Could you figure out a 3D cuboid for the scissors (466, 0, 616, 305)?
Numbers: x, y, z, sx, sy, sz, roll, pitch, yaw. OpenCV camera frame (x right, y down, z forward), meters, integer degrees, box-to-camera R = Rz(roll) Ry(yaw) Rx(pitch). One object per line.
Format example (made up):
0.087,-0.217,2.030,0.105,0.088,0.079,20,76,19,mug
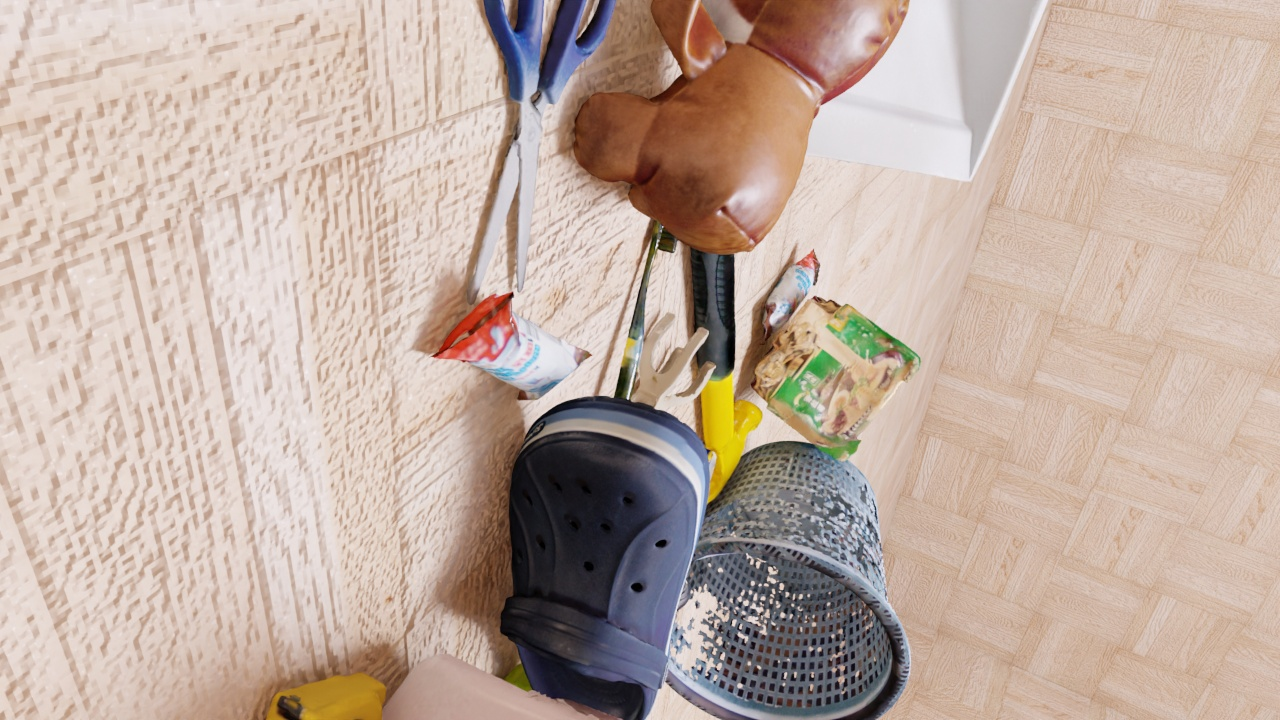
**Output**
-0.042,-0.112,0.393,0.154,0.012,0.166,-54,155,-32,scissors

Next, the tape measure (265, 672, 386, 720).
-0.137,0.159,0.382,0.060,0.029,0.057,21,89,-69,tape measure

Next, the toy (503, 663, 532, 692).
-0.087,0.241,0.570,0.099,0.031,0.097,-56,151,-39,toy

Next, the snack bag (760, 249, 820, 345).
0.134,-0.059,0.834,0.105,0.026,0.045,-50,159,-34,snack bag

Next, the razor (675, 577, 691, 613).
-0.013,0.234,0.712,0.067,0.062,0.168,-105,-147,-70,razor

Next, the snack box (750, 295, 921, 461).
0.178,0.009,0.853,0.118,0.117,0.105,-53,173,11,snack box

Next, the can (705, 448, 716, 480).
0.003,0.107,0.621,0.147,0.049,0.075,-53,160,-46,can

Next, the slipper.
-0.031,0.130,0.491,0.095,0.105,0.253,-60,162,-50,slipper

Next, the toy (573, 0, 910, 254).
0.059,-0.153,0.461,0.200,0.130,0.140,-50,161,7,toy

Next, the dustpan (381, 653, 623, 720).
-0.061,0.248,0.395,0.222,0.274,0.139,-51,130,-20,dustpan

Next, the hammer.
0.058,0.005,0.704,0.128,0.033,0.301,-57,155,-32,hammer

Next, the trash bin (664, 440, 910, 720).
0.127,0.185,0.822,0.194,0.227,0.227,-62,161,-54,trash bin

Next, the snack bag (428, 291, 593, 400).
-0.057,-0.003,0.425,0.048,0.026,0.104,-35,156,4,snack bag

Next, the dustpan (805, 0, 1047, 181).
0.209,-0.261,0.574,0.222,0.143,0.257,-3,91,-40,dustpan

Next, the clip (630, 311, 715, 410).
0.016,0.022,0.617,0.102,0.035,0.094,-66,157,3,clip

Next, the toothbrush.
-0.003,0.003,0.555,0.012,0.017,0.186,-24,127,-84,toothbrush
